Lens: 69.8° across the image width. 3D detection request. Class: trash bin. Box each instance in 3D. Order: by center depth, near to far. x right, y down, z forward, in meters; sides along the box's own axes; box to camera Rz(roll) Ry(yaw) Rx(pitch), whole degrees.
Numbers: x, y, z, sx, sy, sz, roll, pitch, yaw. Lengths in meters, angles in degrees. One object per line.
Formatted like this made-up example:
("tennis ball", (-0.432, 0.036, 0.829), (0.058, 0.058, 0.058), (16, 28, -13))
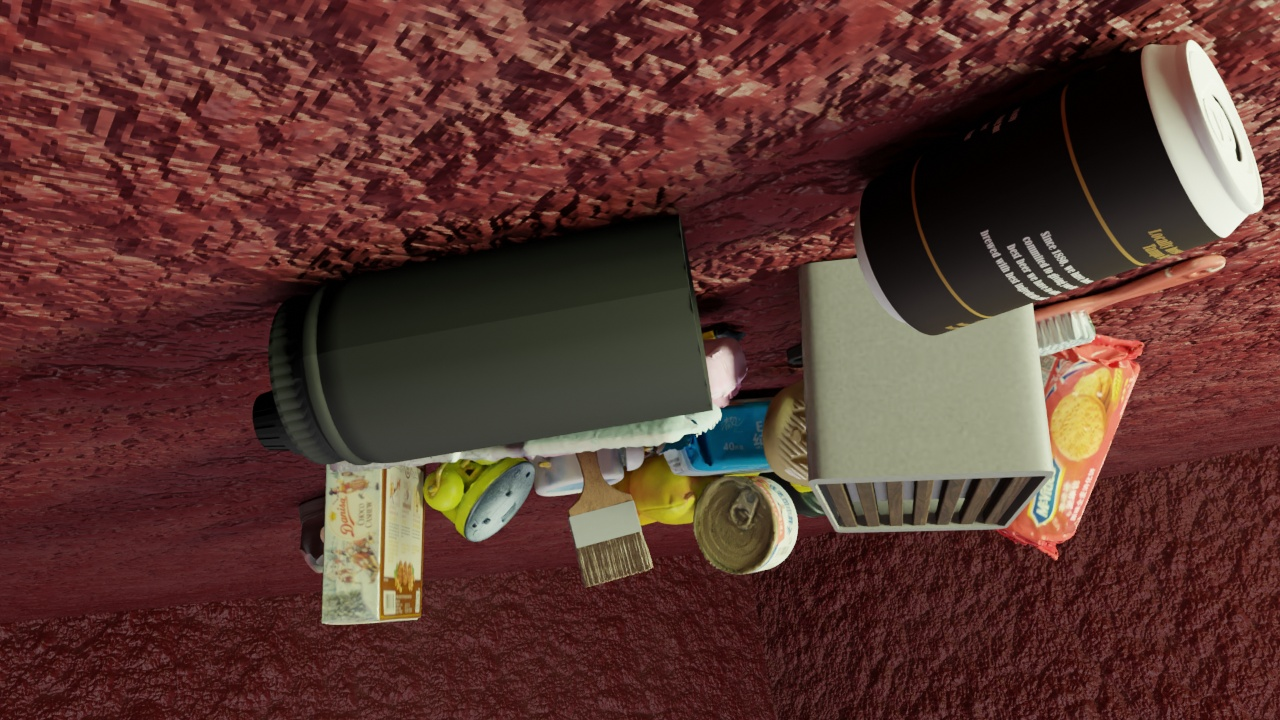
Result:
("trash bin", (0.167, 0.033, 0.558), (0.115, 0.114, 0.229), (-4, 162, 15))

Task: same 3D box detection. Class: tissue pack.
("tissue pack", (0.094, 0.066, 0.802), (0.144, 0.061, 0.093), (-1, 168, -17))

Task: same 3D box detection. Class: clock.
("clock", (-0.136, 0.101, 0.770), (0.083, 0.057, 0.119), (-48, 157, -17))
("clock", (-0.046, 0.090, 0.842), (0.125, 0.052, 0.089), (-4, 164, -27))

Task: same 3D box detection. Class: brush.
("brush", (-0.033, 0.070, 0.592), (0.045, 0.143, 0.008), (-14, 168, -11))
("brush", (0.306, -0.029, 0.627), (0.040, 0.030, 0.173), (7, 158, -45))

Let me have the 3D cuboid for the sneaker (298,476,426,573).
("sneaker", (-0.291, 0.179, 0.958), (0.099, 0.089, 0.237), (4, 161, -37))

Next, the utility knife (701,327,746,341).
("utility knife", (-0.004, 0.004, 0.615), (0.159, 0.017, 0.030), (-14, 155, 32))

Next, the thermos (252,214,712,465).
("thermos", (-0.073, -0.004, 0.408), (0.199, 0.086, 0.086), (-10, 165, 6))

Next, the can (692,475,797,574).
("can", (0.093, 0.144, 0.812), (0.086, 0.086, 0.043), (-19, 165, 36))

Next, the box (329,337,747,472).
("box", (-0.050, 0.026, 0.501), (0.201, 0.037, 0.152), (-7, -172, 19))

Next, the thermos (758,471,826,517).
("thermos", (0.142, 0.135, 1.031), (0.098, 0.098, 0.221), (4, 166, -38))

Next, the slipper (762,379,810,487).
("slipper", (0.209, 0.048, 0.754), (0.261, 0.111, 0.079), (-2, -171, -20))

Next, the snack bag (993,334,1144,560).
("snack bag", (0.316, 0.058, 0.706), (0.082, 0.176, 0.082), (15, -168, -4))

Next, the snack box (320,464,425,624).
("snack box", (-0.197, 0.122, 0.691), (0.041, 0.147, 0.143), (-2, 166, -1))

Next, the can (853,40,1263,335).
("can", (0.151, -0.060, 0.348), (0.071, 0.072, 0.129), (6, 159, -43))

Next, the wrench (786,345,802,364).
("wrench", (0.195, -0.037, 0.564), (0.073, 0.018, 0.274), (5, 161, -39))

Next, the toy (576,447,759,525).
("toy", (0.022, 0.123, 0.928), (0.134, 0.087, 0.194), (-18, 176, -40))
